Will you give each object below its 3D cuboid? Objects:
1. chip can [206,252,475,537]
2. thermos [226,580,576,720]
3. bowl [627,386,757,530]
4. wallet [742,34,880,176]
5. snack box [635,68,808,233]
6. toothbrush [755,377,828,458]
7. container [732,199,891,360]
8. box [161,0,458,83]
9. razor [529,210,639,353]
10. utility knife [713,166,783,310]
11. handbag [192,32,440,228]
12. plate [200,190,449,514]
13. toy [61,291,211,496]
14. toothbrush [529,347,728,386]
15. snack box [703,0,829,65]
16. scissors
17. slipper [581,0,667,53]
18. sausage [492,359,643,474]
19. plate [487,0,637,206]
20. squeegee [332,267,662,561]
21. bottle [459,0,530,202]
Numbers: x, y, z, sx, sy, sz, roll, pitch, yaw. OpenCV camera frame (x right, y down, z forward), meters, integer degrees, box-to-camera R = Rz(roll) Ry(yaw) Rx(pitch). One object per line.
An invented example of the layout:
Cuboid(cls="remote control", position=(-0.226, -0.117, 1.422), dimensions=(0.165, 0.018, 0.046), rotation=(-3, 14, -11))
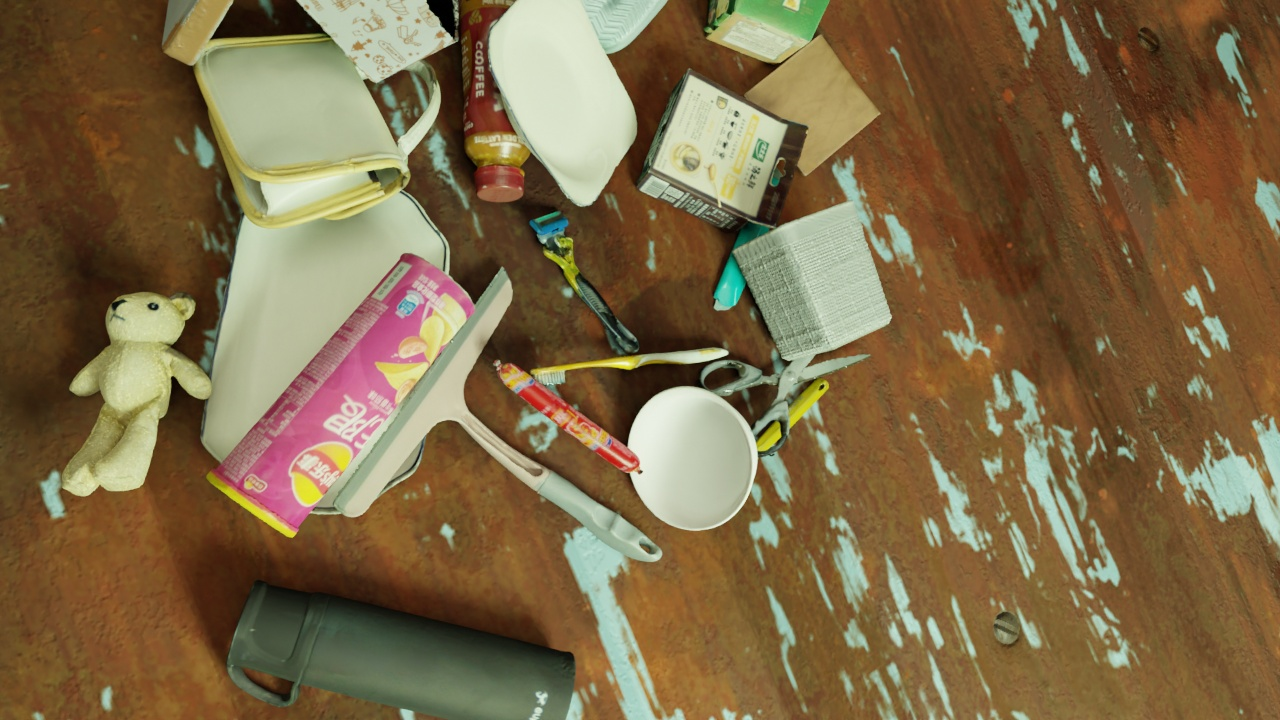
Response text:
Cuboid(cls="chip can", position=(-0.209, 0.021, 0.661), dimensions=(0.071, 0.071, 0.210), rotation=(39, 71, -8))
Cuboid(cls="thermos", position=(-0.176, 0.232, 0.683), dimensions=(0.242, 0.068, 0.090), rotation=(18, 108, -13))
Cuboid(cls="bowl", position=(0.055, 0.079, 0.773), dimensions=(0.064, 0.119, 0.118), rotation=(-5, 80, -57))
Cuboid(cls="wallet", position=(0.168, -0.251, 0.901), dimensions=(0.115, 0.020, 0.101), rotation=(-40, 95, -17))
Cuboid(cls="snack box", position=(0.075, -0.186, 0.839), dimensions=(0.125, 0.053, 0.113), rotation=(24, 73, -14))
Cuboid(cls="toothbrush", position=(0.107, 0.080, 0.823), dimensions=(0.189, 0.017, 0.015), rotation=(-42, 96, -20))
Cuboid(cls="container", position=(0.155, -0.068, 0.816), dimensions=(0.090, 0.090, 0.114), rotation=(-23, 91, -26))
Cuboid(cls="box", position=(-0.261, -0.299, 0.694), dimensions=(0.193, 0.156, 0.182), rotation=(-23, 53, 18))
Cuboid(cls="razor", position=(-0.047, -0.064, 0.794), dimensions=(0.142, 0.022, 0.042), rotation=(55, 39, -1))
Cuboid(cls="utility knife", position=(0.102, -0.115, 0.858), dimensions=(0.029, 0.013, 0.157), rotation=(26, 76, -10))
Cuboid(cls="handbag", position=(-0.233, -0.184, 0.708), dimensions=(0.178, 0.063, 0.163), rotation=(-18, 61, -26))
Cuboid(cls="plate", position=(-0.240, -0.015, 0.714), dimensions=(0.162, 0.034, 0.265), rotation=(8, 78, -18))
Cuboid(cls="toy", position=(-0.359, 0.020, 0.641), dimensions=(0.105, 0.066, 0.157), rotation=(-5, 61, 10))
Cuboid(cls="toothbrush", position=(-0.005, 0.005, 0.788), dimensions=(0.191, 0.016, 0.018), rotation=(-6, 89, -28))
Cuboid(cls="snack box", position=(0.124, -0.346, 0.861), dimensions=(0.117, 0.118, 0.105), rotation=(15, 88, -15))
Cuboid(cls="scissors", position=(0.131, 0.018, 0.834), dimensions=(0.175, 0.014, 0.159), rotation=(11, 63, -8))
Cuboid(cls="slipper", position=(0.011, -0.389, 0.845), dimensions=(0.104, 0.074, 0.245), rotation=(31, 88, -4))
Cuboid(cls="sausage", position=(-0.057, 0.048, 0.745), dimensions=(0.156, 0.020, 0.020), rotation=(38, 71, -17))
Cuboid(cls="plate", position=(-0.070, -0.224, 0.771), dimensions=(0.164, 0.034, 0.163), rotation=(59, 39, -30))
Cuboid(cls="squeegee", position=(-0.083, 0.092, 0.746), dimensions=(0.249, 0.040, 0.246), rotation=(40, 53, -15))
Cuboid(cls="bottle", position=(-0.122, -0.223, 0.778), dimensions=(0.057, 0.058, 0.174), rotation=(0, 80, -19))
